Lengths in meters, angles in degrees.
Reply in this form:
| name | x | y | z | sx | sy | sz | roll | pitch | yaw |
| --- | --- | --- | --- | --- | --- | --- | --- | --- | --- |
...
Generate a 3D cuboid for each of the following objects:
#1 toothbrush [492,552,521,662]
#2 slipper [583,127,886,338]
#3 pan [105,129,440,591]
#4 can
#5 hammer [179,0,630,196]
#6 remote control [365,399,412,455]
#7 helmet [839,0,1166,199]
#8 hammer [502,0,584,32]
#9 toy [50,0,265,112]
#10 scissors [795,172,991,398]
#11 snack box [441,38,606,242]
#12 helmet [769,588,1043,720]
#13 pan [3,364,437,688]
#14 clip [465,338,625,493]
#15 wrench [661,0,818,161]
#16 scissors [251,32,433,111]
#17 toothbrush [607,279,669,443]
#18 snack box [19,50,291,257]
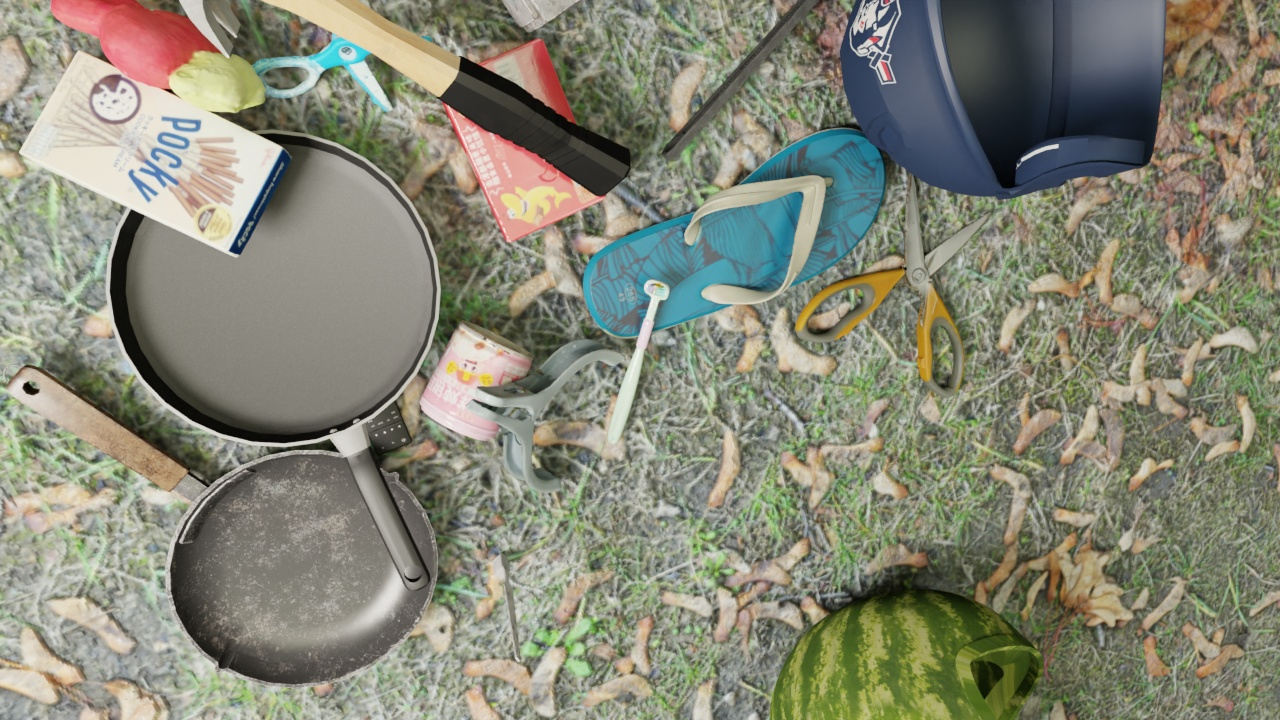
| name | x | y | z | sx | sy | sz | roll | pitch | yaw |
| --- | --- | --- | --- | --- | --- | --- | --- | --- | --- |
| toothbrush | -0.105 | 0.192 | 0.719 | 0.010 | 0.181 | 0.010 | -44 | 106 | 0 |
| slipper | 0.093 | -0.099 | 0.776 | 0.294 | 0.060 | 0.118 | -25 | 113 | -9 |
| pan | -0.236 | 0.009 | 0.678 | 0.225 | 0.034 | 0.356 | -24 | 98 | -9 |
| can | -0.130 | 0.016 | 0.729 | 0.067 | 0.067 | 0.076 | 26 | 93 | -21 |
| hammer | -0.144 | -0.201 | 0.624 | 0.328 | 0.039 | 0.131 | 24 | 140 | -33 |
| remote control | -0.221 | 0.009 | 0.729 | 0.030 | 0.009 | 0.140 | -22 | 109 | -11 |
| helmet | 0.258 | -0.242 | 0.696 | 0.271 | 0.223 | 0.232 | 10 | 85 | -56 |
| hammer | 0.004 | -0.293 | 0.555 | 0.177 | 0.326 | 0.079 | -38 | 111 | -6 |
| toy | -0.316 | -0.206 | 0.606 | 0.135 | 0.091 | 0.045 | 29 | 111 | -7 |
| scissors | 0.252 | -0.055 | 0.859 | 0.225 | 0.016 | 0.230 | -34 | 110 | -8 |
| snack box | -0.092 | -0.171 | 0.719 | 0.089 | 0.021 | 0.133 | -26 | 110 | -10 |
| helmet | 0.238 | 0.330 | 0.832 | 0.244 | 0.246 | 0.213 | -10 | 133 | 26 |
| pan | -0.320 | 0.115 | 0.710 | 0.357 | 0.040 | 0.207 | 43 | 88 | -21 |
| clip | -0.067 | 0.038 | 0.748 | 0.165 | 0.032 | 0.165 | -42 | 146 | -33 |
| wrench | 0.113 | -0.266 | 0.743 | 0.018 | 0.073 | 0.273 | 41 | 95 | -22 |
| scissors | -0.213 | -0.223 | 0.637 | 0.134 | 0.011 | 0.140 | -6 | 146 | -1 |
| toothbrush | -0.005 | 0.005 | 0.776 | 0.022 | 0.015 | 0.155 | 23 | 115 | 15 |
| snack box | -0.326 | -0.139 | 0.623 | 0.150 | 0.026 | 0.082 | 25 | 84 | -4 |
